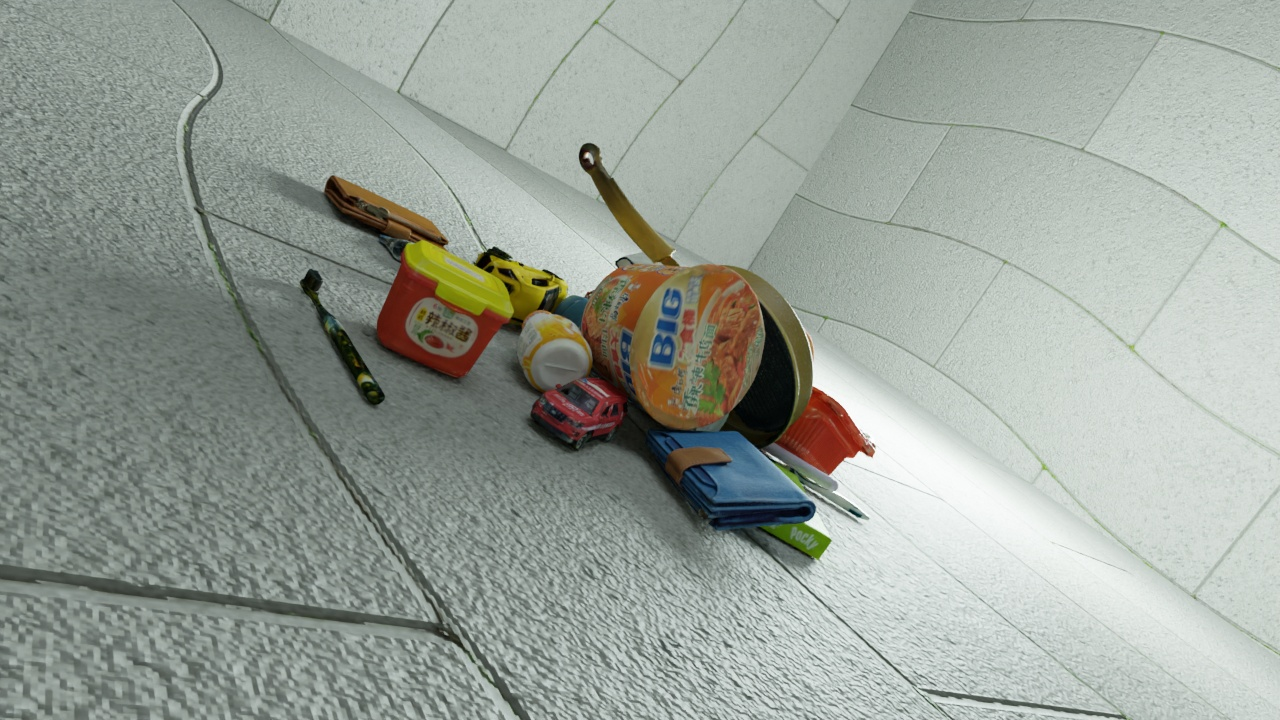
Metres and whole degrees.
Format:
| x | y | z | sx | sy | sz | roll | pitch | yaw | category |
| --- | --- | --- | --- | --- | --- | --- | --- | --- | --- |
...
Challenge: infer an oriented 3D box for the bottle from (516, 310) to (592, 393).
| x | y | z | sx | sy | sz | roll | pitch | yaw | category |
| --- | --- | --- | --- | --- | --- | --- | --- | --- | --- |
| -0.084 | -0.013 | 0.847 | 0.063 | 0.063 | 0.108 | 26 | 12 | -25 | bottle |

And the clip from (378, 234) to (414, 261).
| x | y | z | sx | sy | sz | roll | pitch | yaw | category |
| --- | --- | --- | --- | --- | --- | --- | --- | --- | --- |
| -0.259 | -0.120 | 0.979 | 0.024 | 0.028 | 0.057 | 24 | 4 | -43 | clip |

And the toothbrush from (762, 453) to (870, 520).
| x | y | z | sx | sy | sz | roll | pitch | yaw | category |
| --- | --- | --- | --- | --- | --- | --- | --- | --- | --- |
| 0.182 | 0.129 | 1.053 | 0.191 | 0.018 | 0.016 | 31 | 11 | 2 | toothbrush |

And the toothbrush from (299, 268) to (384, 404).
| x | y | z | sx | sy | sz | roll | pitch | yaw | category |
| --- | --- | --- | --- | --- | --- | --- | --- | --- | --- |
| -0.214 | -0.022 | 0.655 | 0.012 | 0.017 | 0.186 | 25 | 13 | -42 | toothbrush |

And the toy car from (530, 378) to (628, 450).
| x | y | z | sx | sy | sz | roll | pitch | yaw | category |
| --- | --- | --- | --- | --- | --- | --- | --- | --- | --- |
| -0.047 | 0.040 | 0.766 | 0.053 | 0.045 | 0.120 | 33 | 13 | 14 | toy car |

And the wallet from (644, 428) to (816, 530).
| x | y | z | sx | sy | sz | roll | pitch | yaw | category |
| --- | --- | --- | --- | --- | --- | --- | --- | --- | --- |
| 0.073 | 0.097 | 0.789 | 0.106 | 0.040 | 0.133 | 3 | 20 | -26 | wallet |

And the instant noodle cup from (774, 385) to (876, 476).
| x | y | z | sx | sy | sz | roll | pitch | yaw | category |
| --- | --- | --- | --- | --- | --- | --- | --- | --- | --- |
| 0.172 | 0.066 | 1.055 | 0.164 | 0.079 | 0.189 | 29 | -9 | 37 | instant noodle cup |

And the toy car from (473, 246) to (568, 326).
| x | y | z | sx | sy | sz | roll | pitch | yaw | category |
| --- | --- | --- | --- | --- | --- | --- | --- | --- | --- |
| -0.127 | -0.069 | 0.958 | 0.041 | 0.071 | 0.155 | 37 | 12 | 32 | toy car |

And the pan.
| x | y | z | sx | sy | sz | roll | pitch | yaw | category |
| --- | --- | --- | --- | --- | --- | --- | --- | --- | --- |
| 0.044 | -0.069 | 0.945 | 0.078 | 0.198 | 0.357 | -27 | 91 | -39 | pan |

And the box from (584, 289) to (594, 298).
| x | y | z | sx | sy | sz | roll | pitch | yaw | category |
| --- | --- | --- | --- | --- | --- | --- | --- | --- | --- |
| -0.024 | -0.047 | 1.117 | 0.091 | 0.079 | 0.168 | 31 | 12 | 5 | box |

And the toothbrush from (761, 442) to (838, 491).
| x | y | z | sx | sy | sz | roll | pitch | yaw | category |
| --- | --- | --- | --- | --- | --- | --- | --- | --- | --- |
| 0.137 | 0.096 | 0.992 | 0.189 | 0.021 | 0.029 | 28 | 1 | 43 | toothbrush |

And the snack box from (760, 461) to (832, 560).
| x | y | z | sx | sy | sz | roll | pitch | yaw | category |
| --- | --- | --- | --- | --- | --- | --- | --- | --- | --- |
| 0.126 | 0.129 | 0.882 | 0.086 | 0.026 | 0.156 | 29 | 11 | -10 | snack box |

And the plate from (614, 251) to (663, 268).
| x | y | z | sx | sy | sz | roll | pitch | yaw | category |
| --- | --- | --- | --- | --- | --- | --- | --- | --- | --- |
| 0.047 | -0.063 | 1.225 | 0.205 | 0.045 | 0.205 | 51 | -9 | 11 | plate |

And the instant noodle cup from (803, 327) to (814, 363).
| x | y | z | sx | sy | sz | roll | pitch | yaw | category |
| --- | --- | --- | --- | --- | --- | --- | --- | --- | --- |
| 0.172 | -0.010 | 1.361 | 0.137 | 0.138 | 0.108 | 24 | 7 | -32 | instant noodle cup |

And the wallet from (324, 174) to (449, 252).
| x | y | z | sx | sy | sz | roll | pitch | yaw | category |
| --- | --- | --- | --- | --- | --- | --- | --- | --- | --- |
| -0.288 | -0.164 | 1.049 | 0.131 | 0.031 | 0.108 | 22 | 11 | -36 | wallet |

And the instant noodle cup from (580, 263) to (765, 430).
| x | y | z | sx | sy | sz | roll | pitch | yaw | category |
| --- | --- | --- | --- | --- | --- | --- | --- | --- | --- |
| 0.023 | -0.023 | 0.851 | 0.151 | 0.151 | 0.111 | 22 | 0 | -38 | instant noodle cup |

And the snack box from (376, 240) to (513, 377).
| x | y | z | sx | sy | sz | roll | pitch | yaw | category |
| --- | --- | --- | --- | --- | --- | --- | --- | --- | --- |
| -0.157 | -0.039 | 0.722 | 0.091 | 0.080 | 0.082 | 26 | 13 | -23 | snack box |

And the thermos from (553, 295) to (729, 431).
| x | y | z | sx | sy | sz | roll | pitch | yaw | category |
| --- | --- | --- | --- | --- | --- | --- | --- | --- | --- |
| -0.006 | 0.006 | 0.968 | 0.220 | 0.070 | 0.070 | 37 | 13 | 25 | thermos |
